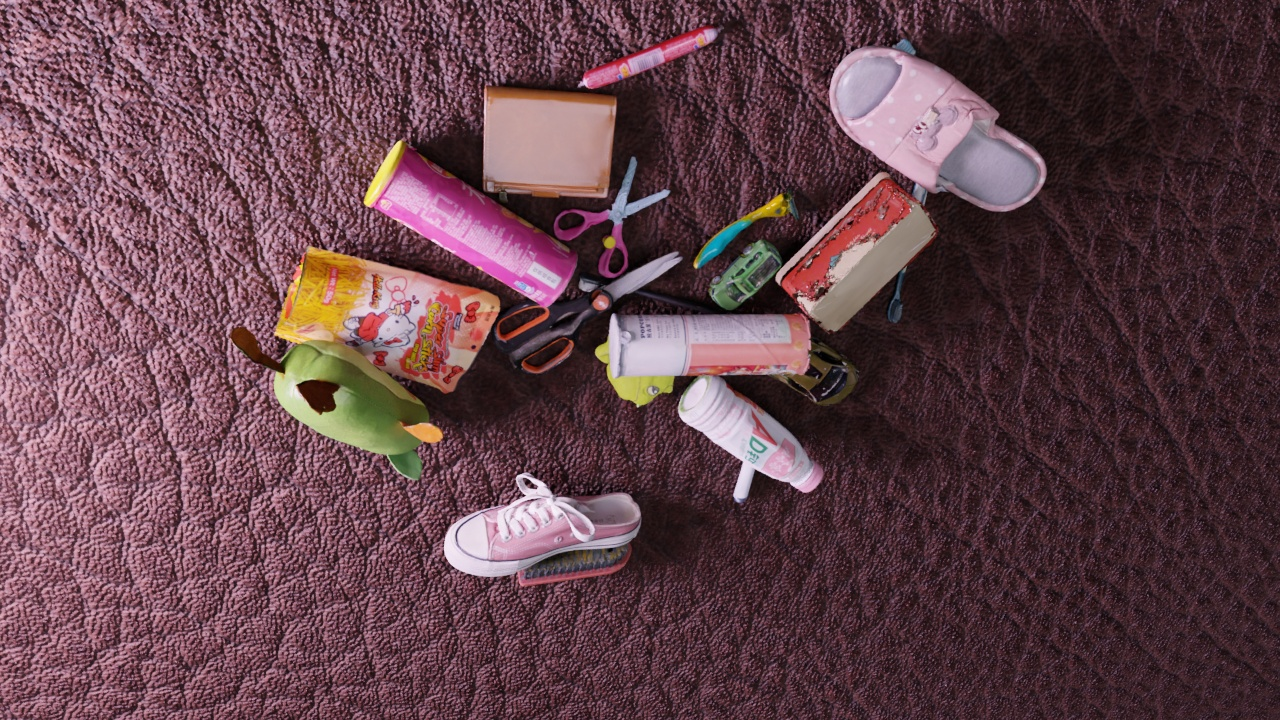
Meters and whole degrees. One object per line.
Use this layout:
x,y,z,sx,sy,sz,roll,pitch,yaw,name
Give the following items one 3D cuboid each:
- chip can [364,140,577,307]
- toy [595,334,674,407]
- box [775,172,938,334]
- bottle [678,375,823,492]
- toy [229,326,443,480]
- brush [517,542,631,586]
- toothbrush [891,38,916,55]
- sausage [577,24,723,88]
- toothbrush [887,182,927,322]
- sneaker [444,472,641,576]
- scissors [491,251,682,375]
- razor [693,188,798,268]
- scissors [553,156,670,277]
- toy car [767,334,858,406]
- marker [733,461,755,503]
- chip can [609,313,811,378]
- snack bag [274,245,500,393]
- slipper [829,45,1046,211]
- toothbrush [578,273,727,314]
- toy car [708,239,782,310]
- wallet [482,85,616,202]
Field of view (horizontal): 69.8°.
-0.167,-0.133,0.926,0.210,0.071,0.071,31,107,-26,chip can
-0.006,0.006,1.059,0.096,0.031,0.100,3,113,-10,toy
0.243,-0.112,1.010,0.168,0.079,0.091,-46,143,12,box
0.137,0.093,1.104,0.197,0.068,0.068,37,104,-19,bottle
-0.296,0.039,0.934,0.090,0.227,0.247,-61,155,-11,toy
-0.083,0.246,1.156,0.145,0.063,0.069,-4,149,-13,brush
0.341,-0.265,0.998,0.224,0.026,0.027,38,125,-26,toothbrush
0.011,-0.300,0.908,0.156,0.020,0.020,-21,120,-1,sausage
0.313,-0.131,1.067,0.016,0.018,0.192,-1,118,-12,toothbrush
-0.112,0.188,1.090,0.240,0.118,0.088,-6,136,-16,sneaker
-0.063,-0.069,0.998,0.136,0.021,0.235,33,112,-23,scissors
0.113,-0.142,1.009,0.132,0.028,0.043,-33,151,2,razor
-0.034,-0.155,0.978,0.125,0.017,0.133,12,110,-15,scissors
0.201,0.006,1.102,0.158,0.042,0.070,28,109,-27,toy car
0.142,0.125,1.162,0.023,0.018,0.131,21,116,18,marker
0.076,-0.018,1.007,0.214,0.071,0.071,-1,117,-9,chip can
-0.264,-0.042,0.964,0.207,0.073,0.129,18,111,-29,snack bag
0.317,-0.235,0.970,0.274,0.054,0.114,27,127,-19,slipper
0.016,-0.070,1.033,0.181,0.015,0.018,11,120,-17,toothbrush
0.119,-0.094,1.034,0.091,0.036,0.043,-43,119,15,toy car
-0.093,-0.210,0.922,0.130,0.035,0.119,1,117,-12,wallet
